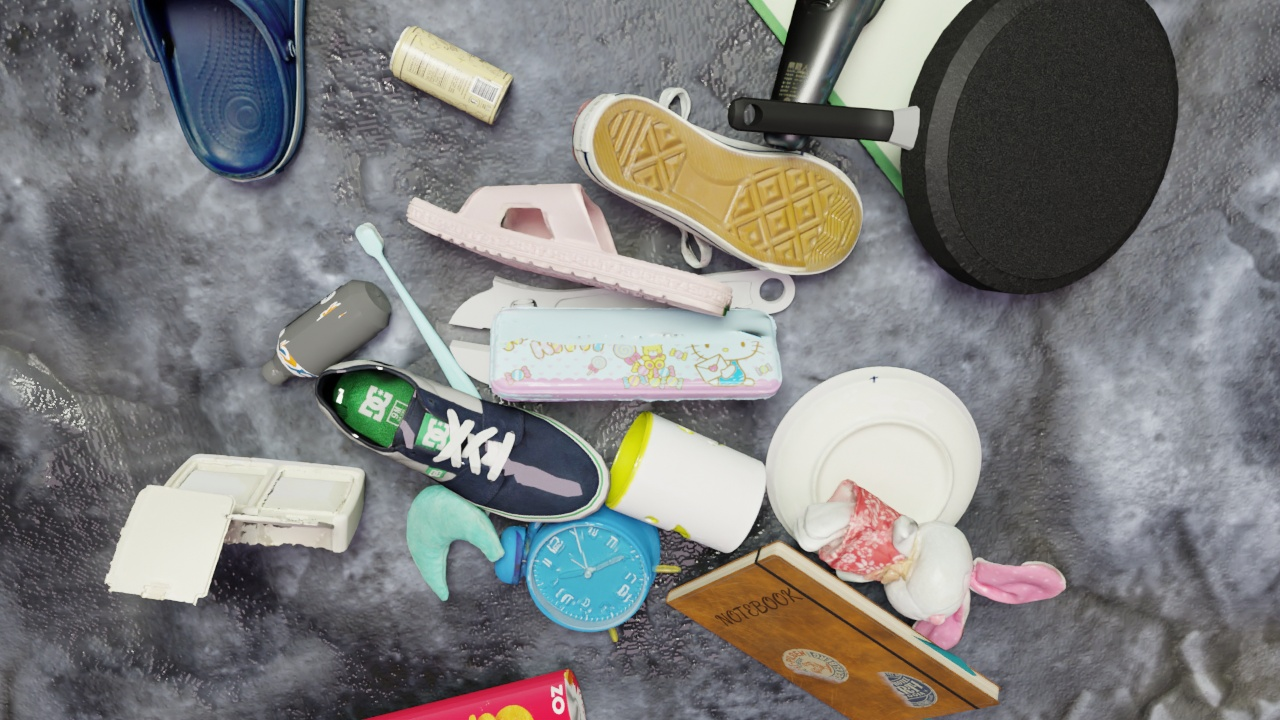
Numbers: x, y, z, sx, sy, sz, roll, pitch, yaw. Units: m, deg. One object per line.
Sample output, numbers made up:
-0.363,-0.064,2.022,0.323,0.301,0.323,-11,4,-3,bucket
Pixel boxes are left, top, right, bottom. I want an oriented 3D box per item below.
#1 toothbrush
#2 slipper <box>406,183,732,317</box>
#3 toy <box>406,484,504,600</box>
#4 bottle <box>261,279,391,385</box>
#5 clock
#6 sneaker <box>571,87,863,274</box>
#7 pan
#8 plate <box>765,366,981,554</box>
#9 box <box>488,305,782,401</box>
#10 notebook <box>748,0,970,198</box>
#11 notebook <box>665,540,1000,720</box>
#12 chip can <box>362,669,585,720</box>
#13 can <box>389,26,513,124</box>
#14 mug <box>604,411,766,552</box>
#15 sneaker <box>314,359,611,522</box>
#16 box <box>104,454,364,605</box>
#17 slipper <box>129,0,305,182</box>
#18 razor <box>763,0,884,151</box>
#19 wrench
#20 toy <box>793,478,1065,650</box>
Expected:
-0.170,-0.028,0.724,0.016,0.016,0.181,-27,108,6,toothbrush
-0.045,-0.089,0.657,0.239,0.094,0.064,16,91,7,slipper
-0.159,0.145,0.757,0.105,0.033,0.085,-42,75,37,toy
-0.245,-0.018,0.708,0.112,0.047,0.047,-34,106,10,bottle
-0.057,0.158,0.764,0.161,0.060,0.117,35,105,-9,clock
0.051,-0.126,0.660,0.240,0.088,0.118,17,96,-29,sneaker
0.225,-0.154,0.621,0.355,0.034,0.225,-1,108,-21,pan
0.197,0.096,0.761,0.182,0.034,0.182,0,109,-1,plate
-0.005,-0.005,0.691,0.214,0.096,0.077,0,90,-6,box
0.191,-0.264,0.653,0.182,0.010,0.252,-40,104,12,notebook
0.167,0.240,0.766,0.249,0.014,0.179,35,141,-12,notebook
-0.162,0.334,0.815,0.220,0.069,0.069,-15,108,3,chip can
-0.134,-0.203,0.653,0.079,0.038,0.038,25,106,-9,can
0.035,0.097,0.734,0.106,0.082,0.083,23,106,-9,mug
-0.136,0.062,0.694,0.235,0.079,0.084,22,85,3,sneaker
-0.286,0.107,0.673,0.143,0.191,0.069,5,107,-10,box
-0.281,-0.244,0.610,0.105,0.095,0.253,-1,112,2,slipper
0.125,-0.208,0.619,0.054,0.067,0.151,20,88,32,razor
-0.014,-0.032,0.724,0.273,0.018,0.087,-5,108,0,wrench
0.211,0.160,0.721,0.194,0.084,0.160,31,134,-11,toy
